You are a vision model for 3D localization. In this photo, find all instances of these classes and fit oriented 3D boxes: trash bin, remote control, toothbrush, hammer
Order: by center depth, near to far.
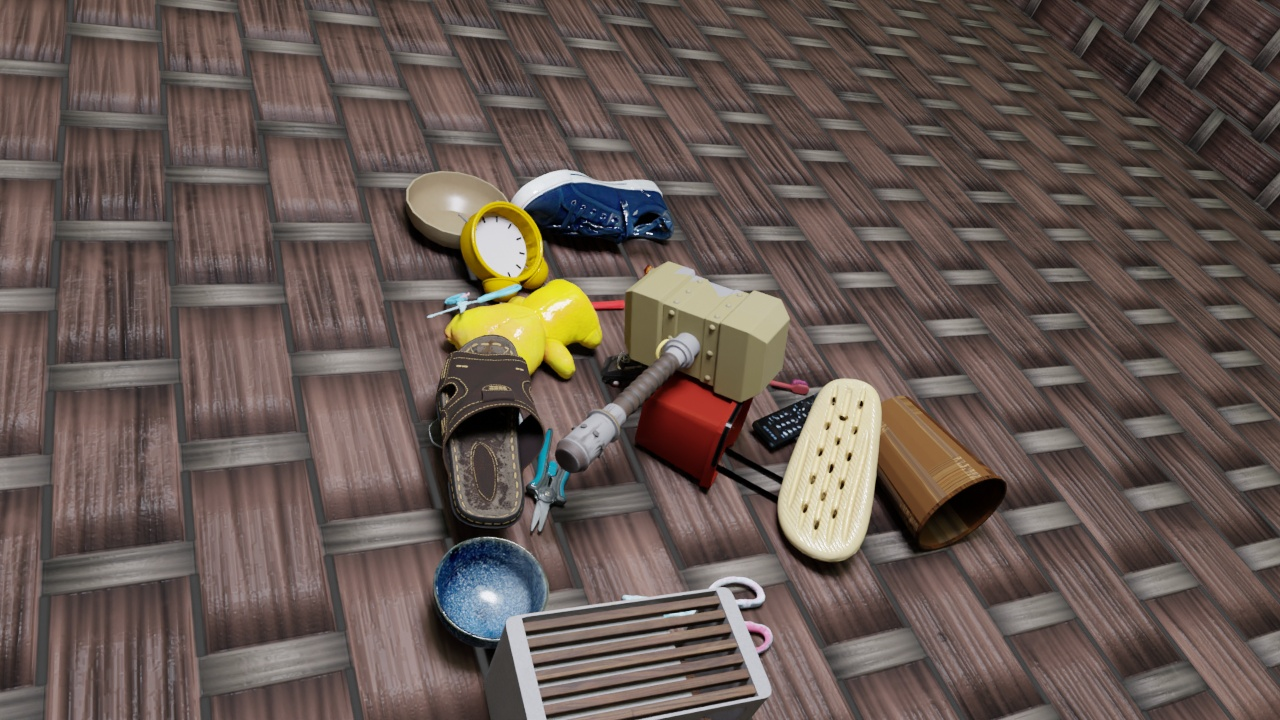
[{"bbox_3d":[-0.016,0.305,0.859,0.228,0.115,0.114,-1,47,-24],"label":"trash bin"},{"bbox_3d":[0.013,0.022,1.031,0.190,0.101,0.323,22,41,25],"label":"hammer"},{"bbox_3d":[0.215,0.083,1.260,0.150,0.022,0.047,-18,55,-38],"label":"remote control"},{"bbox_3d":[0.150,0.021,1.300,0.189,0.016,0.016,12,38,-11],"label":"toothbrush"}]

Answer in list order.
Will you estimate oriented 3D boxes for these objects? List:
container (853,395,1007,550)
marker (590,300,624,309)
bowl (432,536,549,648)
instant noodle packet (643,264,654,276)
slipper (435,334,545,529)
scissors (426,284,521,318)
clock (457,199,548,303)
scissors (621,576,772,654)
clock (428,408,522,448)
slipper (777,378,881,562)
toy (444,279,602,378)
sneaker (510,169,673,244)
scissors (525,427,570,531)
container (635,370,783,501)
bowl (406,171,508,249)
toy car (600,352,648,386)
[{"bbox_3d":[0.364,0.139,1.192,0.132,0.132,0.167,-6,43,-28],"label":"container"},{"bbox_3d":[-0.088,-0.077,1.305,0.142,0.013,0.012,-4,48,-26],"label":"marker"},{"bbox_3d":[-0.153,0.239,0.912,0.114,0.061,0.114,12,44,-12],"label":"bowl"},{"bbox_3d":[0.053,-0.085,1.355,0.135,0.040,0.098,26,35,6],"label":"instant noodle packet"},{"bbox_3d":[-0.166,0.063,1.012,0.113,0.076,0.267,7,46,-17],"label":"slipper"},{"bbox_3d":[-0.213,-0.079,1.191,0.133,0.015,0.135,-16,20,-5],"label":"scissors"},{"bbox_3d":[-0.187,-0.147,1.274,0.113,0.052,0.152,-30,100,-40],"label":"clock"},{"bbox_3d":[0.059,0.265,1.012,0.179,0.016,0.102,13,43,-5],"label":"scissors"},{"bbox_3d":[-0.187,0.083,1.073,0.119,0.043,0.094,-1,45,-24],"label":"clock"},{"bbox_3d":[0.244,0.142,1.164,0.111,0.079,0.260,10,58,16],"label":"slipper"},{"bbox_3d":[-0.140,-0.036,1.182,0.193,0.088,0.134,-25,64,-36],"label":"toy"},{"bbox_3d":[-0.057,-0.212,1.382,0.293,0.121,0.127,-5,57,-43],"label":"sneaker"},{"bbox_3d":[-0.109,0.134,1.069,0.127,0.019,0.142,-11,58,-39],"label":"scissors"},{"bbox_3d":[0.110,0.084,1.144,0.201,0.127,0.147,24,41,12],"label":"container"},{"bbox_3d":[-0.267,-0.210,1.338,0.152,0.051,0.152,12,43,-12],"label":"bowl"},{"bbox_3d":[-0.007,0.007,1.212,0.092,0.037,0.040,-5,39,20],"label":"toy car"}]
